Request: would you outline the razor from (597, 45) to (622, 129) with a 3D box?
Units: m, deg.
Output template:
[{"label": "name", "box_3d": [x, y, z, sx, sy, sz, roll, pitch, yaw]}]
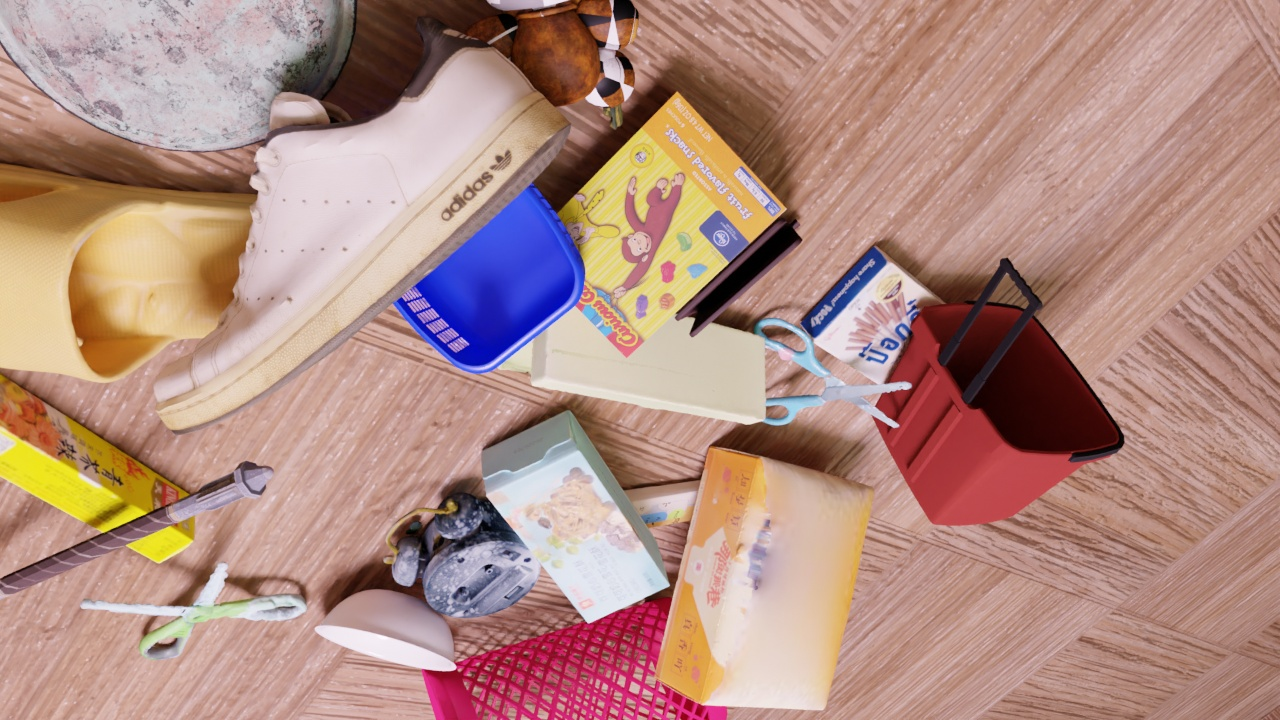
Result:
[{"label": "razor", "box_3d": [-0.063, -0.140, 0.499, 0.106, 0.026, 0.042, -14, 135, -8]}]

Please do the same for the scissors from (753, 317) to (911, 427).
[{"label": "scissors", "box_3d": [0.130, 0.025, 0.701, 0.136, 0.015, 0.126, 36, 135, -2]}]

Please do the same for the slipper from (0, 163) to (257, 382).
[{"label": "slipper", "box_3d": [-0.268, -0.036, 0.455, 0.263, 0.078, 0.100, -2, 130, -26]}]

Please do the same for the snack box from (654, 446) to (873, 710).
[{"label": "snack box", "box_3d": [0.109, 0.182, 0.753, 0.145, 0.081, 0.195, 17, 84, -35]}]

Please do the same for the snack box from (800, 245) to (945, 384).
[{"label": "snack box", "box_3d": [0.200, -0.023, 0.719, 0.150, 0.026, 0.082, 28, 114, -39]}]

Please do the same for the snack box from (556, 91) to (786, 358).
[{"label": "snack box", "box_3d": [0.008, -0.079, 0.540, 0.126, 0.040, 0.088, -43, 96, 14]}]

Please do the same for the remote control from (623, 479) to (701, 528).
[{"label": "remote control", "box_3d": [0.028, 0.120, 0.771, 0.125, 0.018, 0.038, -5, 130, -24]}]

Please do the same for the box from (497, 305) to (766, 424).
[{"label": "box", "box_3d": [0.003, -0.004, 0.628, 0.187, 0.089, 0.077, 13, 92, -32]}]

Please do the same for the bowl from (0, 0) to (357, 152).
[{"label": "bowl", "box_3d": [-0.205, -0.156, 0.405, 0.157, 0.038, 0.158, -13, 133, -15]}]

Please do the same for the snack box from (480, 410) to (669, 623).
[{"label": "snack box", "box_3d": [-0.046, 0.122, 0.695, 0.075, 0.053, 0.175, -25, 126, 5]}]

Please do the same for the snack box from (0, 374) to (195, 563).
[{"label": "snack box", "box_3d": [-0.329, 0.067, 0.542, 0.029, 0.040, 0.148, -32, 135, 4]}]

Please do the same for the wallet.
[{"label": "wallet", "box_3d": [0.065, -0.057, 0.584, 0.091, 0.115, 0.018, -42, 91, 13]}]

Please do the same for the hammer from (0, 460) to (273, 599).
[{"label": "hammer", "box_3d": [-0.351, 0.123, 0.537, 0.322, 0.044, 0.098, -23, 135, 10]}]

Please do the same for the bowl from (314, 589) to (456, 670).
[{"label": "bowl", "box_3d": [-0.190, 0.203, 0.710, 0.110, 0.040, 0.110, 11, 151, 6]}]

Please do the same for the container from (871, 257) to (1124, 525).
[{"label": "container", "box_3d": [0.264, 0.016, 0.660, 0.127, 0.148, 0.201, -1, 139, -23]}]

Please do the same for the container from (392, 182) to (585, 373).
[{"label": "container", "box_3d": [-0.089, -0.061, 0.500, 0.096, 0.058, 0.114, -37, 96, 9]}]

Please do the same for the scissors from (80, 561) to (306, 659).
[{"label": "scissors", "box_3d": [-0.301, 0.172, 0.639, 0.168, 0.023, 0.172, 8, 145, -36]}]

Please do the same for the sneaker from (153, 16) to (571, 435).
[{"label": "sneaker", "box_3d": [-0.151, -0.065, 0.426, 0.241, 0.089, 0.102, -38, 102, 6]}]

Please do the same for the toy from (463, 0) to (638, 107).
[{"label": "toy", "box_3d": [-0.047, -0.176, 0.442, 0.087, 0.067, 0.113, -12, 103, -1]}]

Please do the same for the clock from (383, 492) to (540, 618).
[{"label": "clock", "box_3d": [-0.133, 0.146, 0.694, 0.090, 0.052, 0.129, -42, 134, 13]}]

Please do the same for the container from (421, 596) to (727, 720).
[{"label": "container", "box_3d": [-0.052, 0.309, 0.802, 0.225, 0.183, 0.183, -18, 134, -20]}]
